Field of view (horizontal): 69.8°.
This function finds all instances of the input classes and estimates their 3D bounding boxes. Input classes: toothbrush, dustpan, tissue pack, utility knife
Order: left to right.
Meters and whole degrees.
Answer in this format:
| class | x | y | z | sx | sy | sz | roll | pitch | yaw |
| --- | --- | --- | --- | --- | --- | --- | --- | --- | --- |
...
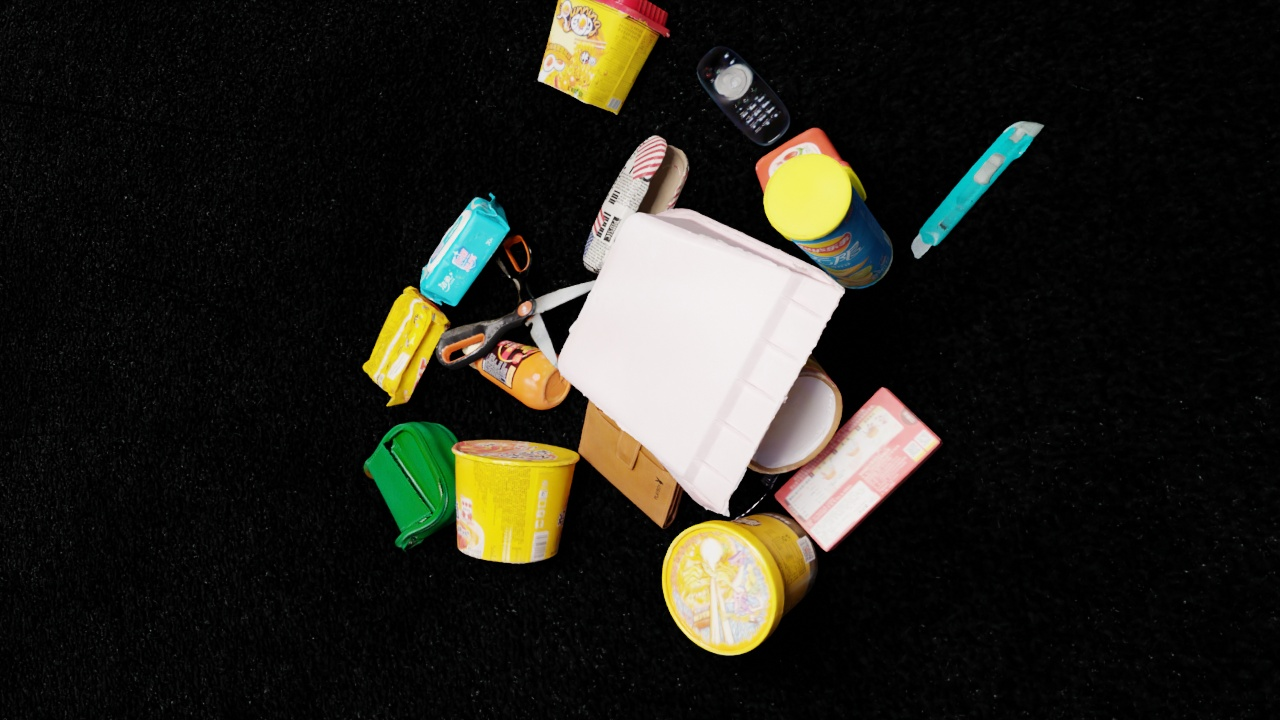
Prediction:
| class | x | y | z | sx | sy | sz | roll | pitch | yaw |
| --- | --- | --- | --- | --- | --- | --- | --- | --- | --- |
| tissue pack | -0.203 | -0.131 | 1.068 | 0.050 | 0.093 | 0.133 | 34 | 99 | -20 |
| dustpan | 0.045 | -0.028 | 0.854 | 0.273 | 0.138 | 0.223 | 34 | 104 | 21 |
| toothbrush | 0.088 | 0.176 | 0.936 | 0.016 | 0.014 | 0.190 | 42 | 101 | 25 |
| utility knife | 0.318 | -0.165 | 0.878 | 0.029 | 0.013 | 0.166 | 44 | 101 | 25 |

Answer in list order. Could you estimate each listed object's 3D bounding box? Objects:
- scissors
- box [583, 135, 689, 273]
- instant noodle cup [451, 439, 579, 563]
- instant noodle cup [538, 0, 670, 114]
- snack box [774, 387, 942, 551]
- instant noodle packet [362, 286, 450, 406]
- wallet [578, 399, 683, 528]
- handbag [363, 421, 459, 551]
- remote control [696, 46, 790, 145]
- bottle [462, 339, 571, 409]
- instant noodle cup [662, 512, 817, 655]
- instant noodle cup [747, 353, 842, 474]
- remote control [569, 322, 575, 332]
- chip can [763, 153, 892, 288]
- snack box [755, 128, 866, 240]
| class | x | y | z | sx | sy | sz | roll | pitch | yaw |
| --- | --- | --- | --- | --- | --- | --- | --- | --- | --- |
| scissors | -0.142 | -0.058 | 1.027 | 0.221 | 0.021 | 0.233 | -34 | 48 | 13 |
| box | -0.016 | -0.169 | 0.996 | 0.075 | 0.082 | 0.163 | 33 | 99 | 32 |
| instant noodle cup | -0.137 | 0.149 | 0.984 | 0.138 | 0.137 | 0.110 | 7 | 95 | 25 |
| instant noodle cup | -0.047 | -0.352 | 1.025 | 0.116 | 0.115 | 0.124 | 32 | 108 | 25 |
| snack box | 0.208 | 0.105 | 0.883 | 0.153 | 0.025 | 0.075 | -48 | 67 | 12 |
| instant noodle packet | -0.283 | -0.016 | 1.106 | 0.111 | 0.044 | 0.128 | 34 | 97 | 51 |
| wallet | -0.009 | 0.102 | 0.953 | 0.132 | 0.031 | 0.108 | 40 | 142 | 23 |
| handbag | -0.262 | 0.143 | 1.077 | 0.120 | 0.067 | 0.131 | -39 | 70 | 23 |
| remote control | 0.112 | -0.282 | 0.983 | 0.053 | 0.024 | 0.136 | -42 | 67 | 16 |
| bottle | -0.148 | 0.006 | 1.045 | 0.150 | 0.066 | 0.067 | 22 | 92 | 33 |
| instant noodle cup | 0.100 | 0.199 | 0.859 | 0.119 | 0.114 | 0.118 | 5 | 98 | 37 |
| instant noodle cup | 0.112 | 0.032 | 0.856 | 0.138 | 0.138 | 0.108 | -51 | 34 | 10 |
| remote control | -0.013 | -0.075 | 0.993 | 0.150 | 0.058 | 0.021 | -46 | 70 | 13 |
| chip can | 0.175 | -0.119 | 0.828 | 0.071 | 0.210 | 0.071 | -4 | 81 | 24 |
| snack box | 0.167 | -0.176 | 0.918 | 0.091 | 0.082 | 0.080 | -29 | 58 | 17 |
